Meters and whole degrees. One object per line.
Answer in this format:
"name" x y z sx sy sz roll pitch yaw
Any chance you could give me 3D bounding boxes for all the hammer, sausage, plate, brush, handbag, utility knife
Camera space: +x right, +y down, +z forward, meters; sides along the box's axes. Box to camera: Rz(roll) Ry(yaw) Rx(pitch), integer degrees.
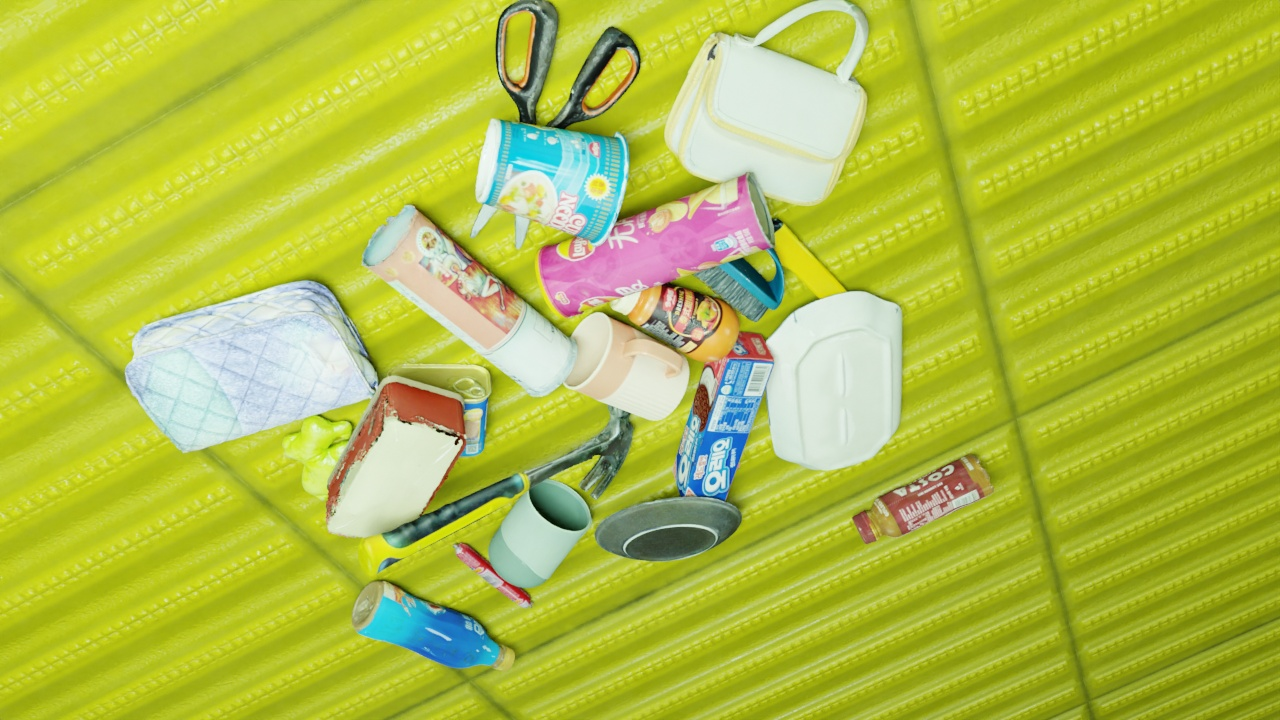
"hammer" -0.134 0.135 0.936 0.322 0.032 0.126 -24 135 -36
"sausage" -0.179 0.264 1.121 0.020 0.020 0.156 -32 127 9
"plate" 0.035 0.210 1.095 0.179 0.024 0.180 -6 149 -4
"brush" 0.093 -0.096 0.899 0.074 0.055 0.144 -40 126 21
"handbag" -0.355 0.006 0.849 0.194 0.075 0.134 -15 132 -2
"utility knife" 0.172 -0.093 0.949 0.033 0.015 0.167 -37 128 20
"plate" 0.225 0.038 1.039 0.162 0.034 0.266 -14 132 -2
"handbag" 0.125 -0.234 0.807 0.163 0.063 0.179 11 119 -24

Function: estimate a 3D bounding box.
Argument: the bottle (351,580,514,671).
"bottle" -0.247 0.337 1.128 0.065 0.065 0.218 -43 124 17

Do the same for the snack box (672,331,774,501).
"snack box" 0.088 0.068 1.020 0.057 0.058 0.208 3 125 -16

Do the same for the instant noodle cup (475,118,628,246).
"instant noodle cup" -0.078 -0.155 0.772 0.109 0.099 0.099 10 123 -20

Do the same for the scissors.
"scissors" -0.078 -0.199 0.800 0.198 0.021 0.227 -13 128 -5

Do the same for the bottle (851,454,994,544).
"bottle" 0.359 0.181 1.175 0.175 0.057 0.057 -26 128 6

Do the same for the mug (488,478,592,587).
"mug" -0.109 0.201 1.059 0.111 0.082 0.106 6 127 -48

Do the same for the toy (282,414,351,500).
"toy" -0.324 0.102 0.955 0.097 0.031 0.100 -40 125 13

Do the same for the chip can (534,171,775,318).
"chip can" 0.012 -0.102 0.827 0.211 0.071 0.071 -17 131 21

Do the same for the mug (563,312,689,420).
"mug" -0.005 0.005 0.922 0.105 0.081 0.115 25 155 -31

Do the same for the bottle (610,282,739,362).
"bottle" 0.025 -0.050 0.918 0.149 0.066 0.067 23 117 -20

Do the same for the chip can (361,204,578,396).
"chip can" -0.155 -0.051 0.860 0.071 0.071 0.214 -39 125 15

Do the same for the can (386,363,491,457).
"can" -0.206 0.053 0.934 0.102 0.057 0.083 1 128 -14

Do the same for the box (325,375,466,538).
"box" -0.238 0.105 0.881 0.091 0.076 0.169 19 123 -28
